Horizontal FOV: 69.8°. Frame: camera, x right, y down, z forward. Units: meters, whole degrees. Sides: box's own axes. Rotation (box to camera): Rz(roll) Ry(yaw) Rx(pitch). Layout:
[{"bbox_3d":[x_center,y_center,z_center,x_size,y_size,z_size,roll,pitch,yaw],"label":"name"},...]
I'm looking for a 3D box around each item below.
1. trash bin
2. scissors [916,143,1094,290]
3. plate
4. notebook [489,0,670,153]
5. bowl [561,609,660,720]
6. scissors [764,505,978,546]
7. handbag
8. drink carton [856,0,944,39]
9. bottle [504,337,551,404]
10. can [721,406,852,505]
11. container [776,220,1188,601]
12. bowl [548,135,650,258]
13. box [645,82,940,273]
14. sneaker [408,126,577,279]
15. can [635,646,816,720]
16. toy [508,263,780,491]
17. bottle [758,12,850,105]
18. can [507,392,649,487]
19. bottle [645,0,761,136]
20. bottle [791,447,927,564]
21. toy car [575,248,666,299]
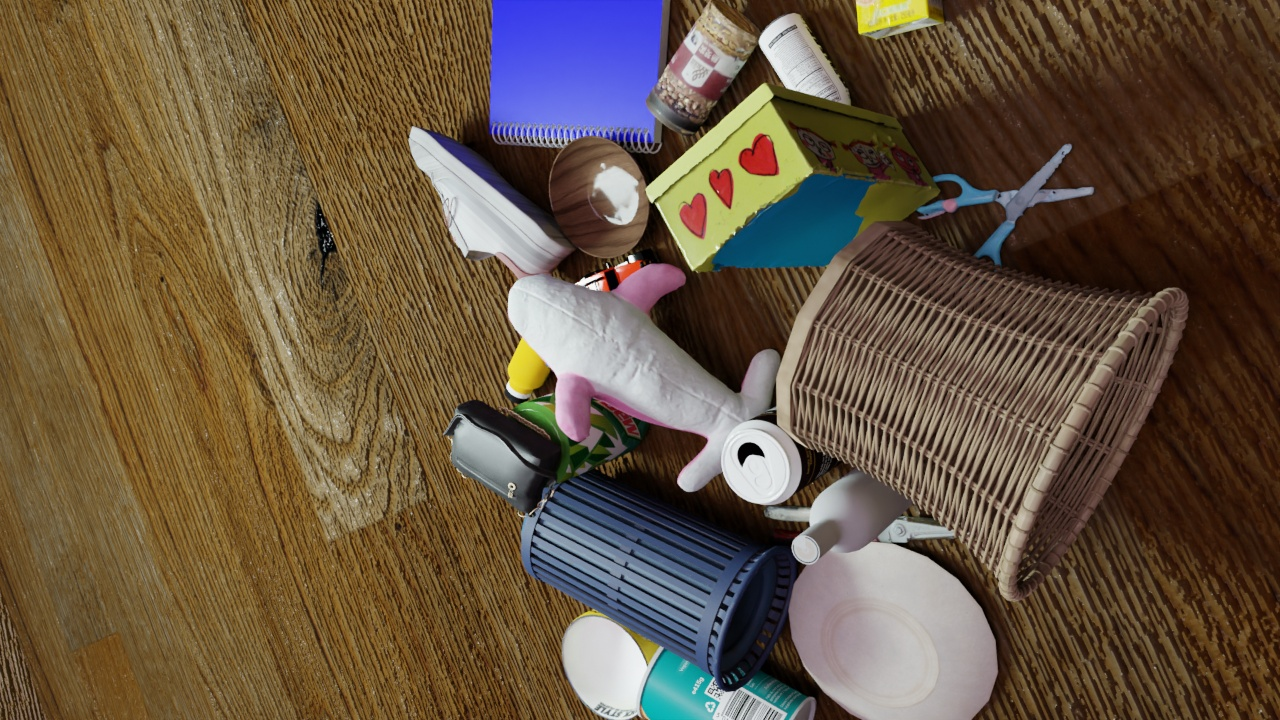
[{"bbox_3d":[0.009,0.199,0.894,0.250,0.139,0.139,20,111,32],"label":"trash bin"},{"bbox_3d":[0.280,-0.106,0.712,0.139,0.015,0.118,0,100,41],"label":"scissors"},{"bbox_3d":[0.216,0.254,0.817,0.189,0.027,0.189,11,110,31],"label":"plate"},{"bbox_3d":[-0.066,-0.298,0.909,0.209,0.022,0.172,12,105,33],"label":"notebook"},{"bbox_3d":[-0.019,0.314,0.979,0.117,0.067,0.117,8,104,34],"label":"bowl"},{"bbox_3d":[0.202,0.156,0.823,0.189,0.015,0.140,30,114,26],"label":"scissors"},{"bbox_3d":[-0.130,0.090,0.838,0.128,0.054,0.079,28,118,25],"label":"handbag"},{"bbox_3d":[0.194,-0.324,0.706,0.059,0.042,0.134,-2,99,36],"label":"drink carton"},{"bbox_3d":[-0.107,-0.015,0.984,0.043,0.043,0.144,41,120,21],"label":"bottle"},{"bbox_3d":[0.127,0.074,0.786,0.072,0.128,0.072,8,105,33],"label":"can"},{"bbox_3d":[0.233,0.020,0.655,0.196,0.226,0.227,30,116,34],"label":"container"},{"bbox_3d":[-0.033,-0.162,0.901,0.119,0.032,0.119,15,118,30],"label":"bowl"},{"bbox_3d":[0.120,-0.129,0.688,0.125,0.220,0.079,-39,70,37],"label":"box"},{"bbox_3d":[-0.176,-0.156,0.969,0.236,0.099,0.090,41,106,19],"label":"sneaker"},{"bbox_3d":[0.083,0.338,0.893,0.144,0.099,0.099,22,112,30],"label":"can"},{"bbox_3d":[-0.005,0.005,0.865,0.265,0.128,0.186,31,80,5],"label":"toy"},{"bbox_3d":[0.144,-0.231,0.763,0.041,0.041,0.116,-36,79,35],"label":"bottle"},{"bbox_3d":[-0.060,0.068,0.907,0.083,0.143,0.083,8,104,33],"label":"can"},{"bbox_3d":[0.055,-0.257,0.810,0.056,0.056,0.105,49,123,17],"label":"bottle"},{"bbox_3d":[0.171,0.117,0.724,0.052,0.194,0.052,8,105,33],"label":"bottle"},{"bbox_3d":[-0.024,-0.071,0.910,0.100,0.048,0.051,-19,89,36],"label":"toy car"}]
